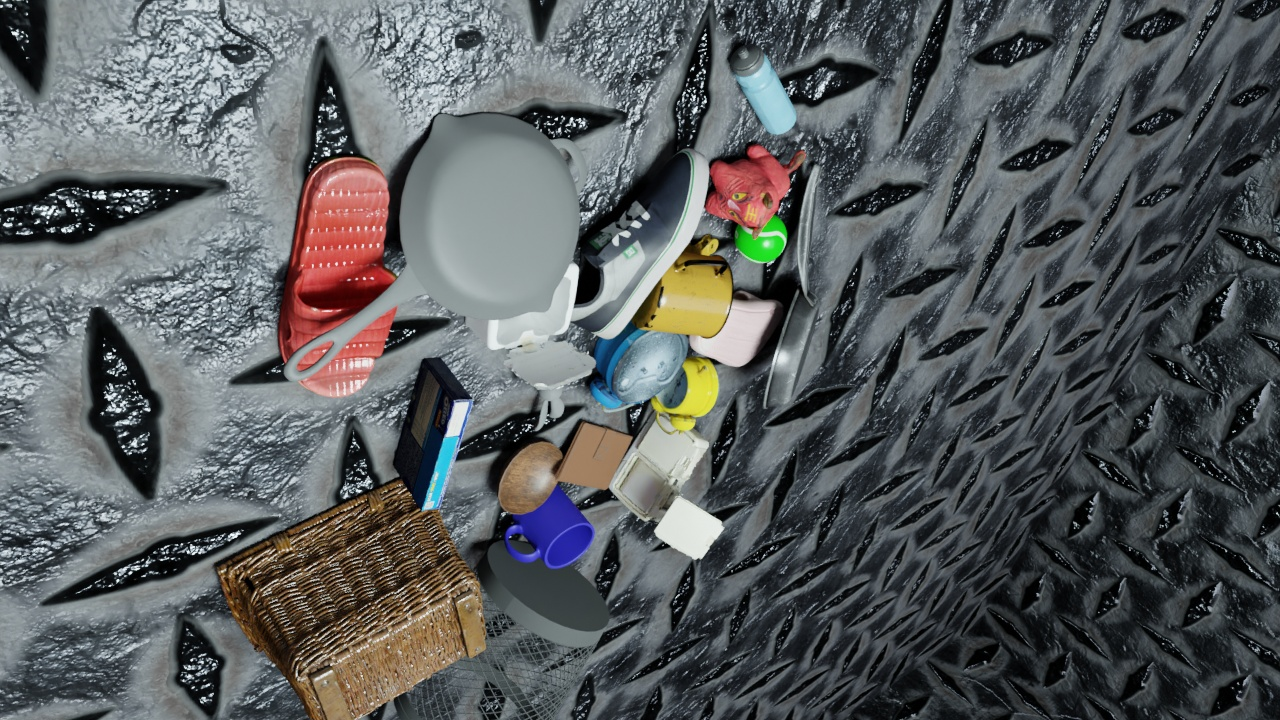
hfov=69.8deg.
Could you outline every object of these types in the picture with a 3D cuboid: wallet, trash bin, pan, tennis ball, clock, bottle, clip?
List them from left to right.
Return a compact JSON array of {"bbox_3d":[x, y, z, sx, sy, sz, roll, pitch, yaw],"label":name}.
[{"bbox_3d":[-0.174,-0.094,0.838,0.353,0.024,0.216,-42,124,-23],"label":"pan"},{"bbox_3d":[-0.180,0.391,1.236,0.217,0.218,0.227,20,105,-52],"label":"trash bin"},{"bbox_3d":[-0.062,0.131,1.247,0.121,0.013,0.087,23,94,-56],"label":"wallet"},{"bbox_3d":[-0.007,0.007,1.161,0.116,0.060,0.162,-13,135,-38],"label":"clock"},{"bbox_3d":[0.057,0.046,1.241,0.057,0.083,0.119,4,119,-41],"label":"clock"},{"bbox_3d":[0.072,-0.136,1.137,0.054,0.045,0.049,71,27,-50],"label":"clip"},{"bbox_3d":[0.151,-0.155,1.154,0.065,0.065,0.065,-26,140,-25],"label":"tennis ball"},{"bbox_3d":[0.135,-0.302,1.017,0.040,0.040,0.130,-47,144,2],"label":"bottle"},{"bbox_3d":[0.220,-0.092,1.259,0.186,0.055,0.358,-53,156,-57],"label":"pan"}]

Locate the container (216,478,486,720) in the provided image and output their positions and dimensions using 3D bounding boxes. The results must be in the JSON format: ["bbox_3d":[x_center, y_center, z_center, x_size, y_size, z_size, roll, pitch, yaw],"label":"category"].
[{"bbox_3d":[-0.301,0.274,1.016,0.249,0.183,0.162,-25,137,-27],"label":"container"}]

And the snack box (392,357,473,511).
[{"bbox_3d":[-0.226,0.081,0.993,0.027,0.082,0.150,-5,128,-41],"label":"snack box"}]

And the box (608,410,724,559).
[{"bbox_3d":[0.040,0.163,1.247,0.070,0.186,0.143,21,101,-51],"label":"box"}]

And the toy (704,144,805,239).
[{"bbox_3d":[0.152,-0.201,1.088,0.132,0.094,0.088,-31,142,-23],"label":"toy"}]

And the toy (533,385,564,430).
[{"bbox_3d":[-0.109,0.035,1.110,0.049,0.030,0.112,-32,139,-43],"label":"toy"}]

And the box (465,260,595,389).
[{"bbox_3d":[-0.105,-0.037,0.955,0.108,0.136,0.121,-13,132,-34],"label":"box"}]

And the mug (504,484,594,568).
[{"bbox_3d":[-0.130,0.228,1.229,0.111,0.083,0.079,-23,138,-28],"label":"mug"}]

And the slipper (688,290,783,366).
[{"bbox_3d":[0.126,-0.045,1.243,0.221,0.056,0.107,1,122,-58],"label":"slipper"}]

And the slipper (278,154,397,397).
[{"bbox_3d":[-0.268,-0.061,0.834,0.103,0.059,0.249,-13,132,-38],"label":"slipper"}]

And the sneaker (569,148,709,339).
[{"bbox_3d":[-0.012,-0.133,1.006,0.079,0.084,0.236,20,111,-38],"label":"sneaker"}]

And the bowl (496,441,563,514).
[{"bbox_3d":[-0.148,0.146,1.177,0.102,0.026,0.114,-62,147,-1],"label":"bowl"}]

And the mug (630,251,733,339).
[{"bbox_3d":[0.048,-0.085,1.065,0.094,0.100,0.124,5,153,-25],"label":"mug"}]
